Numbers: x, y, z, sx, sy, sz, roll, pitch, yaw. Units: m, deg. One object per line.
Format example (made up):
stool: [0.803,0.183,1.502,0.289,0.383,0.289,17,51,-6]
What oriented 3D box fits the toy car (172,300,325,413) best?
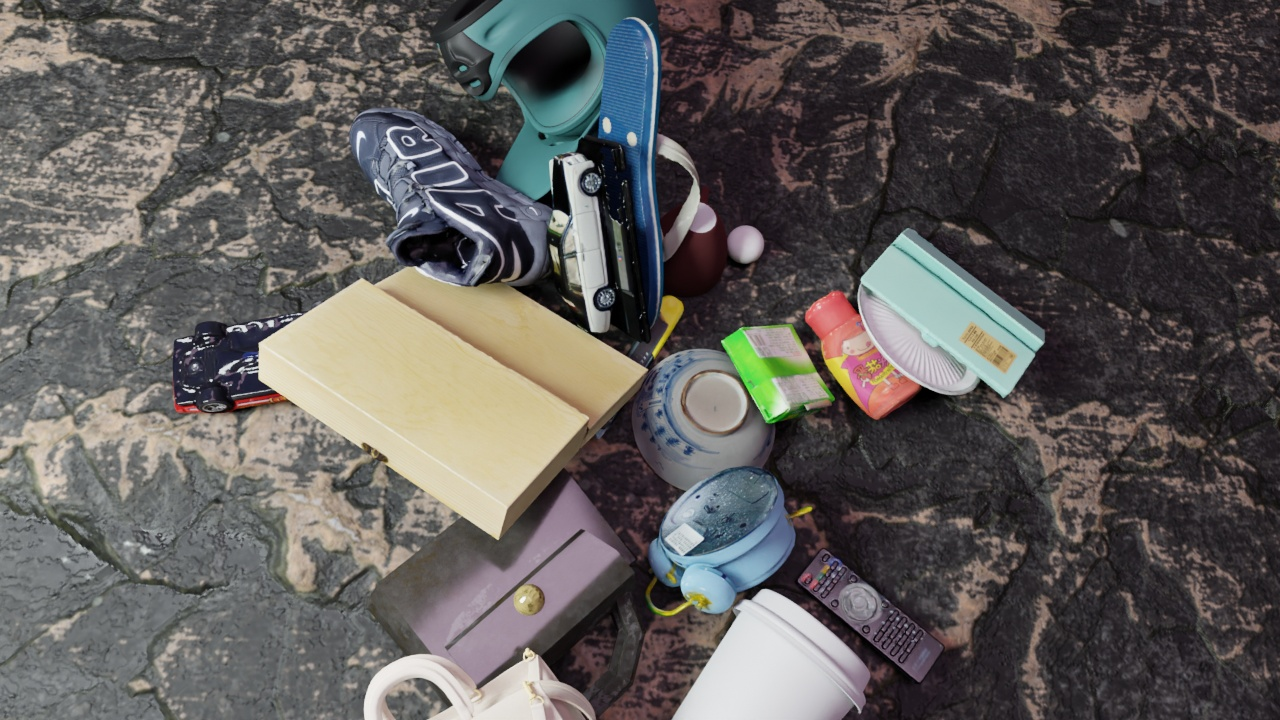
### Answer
toy car: [-0.338,-0.001,0.853,0.189,0.056,0.081,-10,68,-6]

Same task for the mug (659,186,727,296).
mug: [0.055,-0.135,0.945,0.087,0.088,0.113,17,66,-1]

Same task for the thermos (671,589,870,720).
thermos: [0.077,0.310,0.751,0.131,0.132,0.221,39,75,9]

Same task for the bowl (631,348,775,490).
bowl: [0.067,0.049,0.887,0.150,0.057,0.150,3,68,-7]

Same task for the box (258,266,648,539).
box: [-0.153,0.008,0.814,0.247,0.068,0.252,32,33,11]

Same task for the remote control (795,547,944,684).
remote control: [0.211,0.236,0.850,0.140,0.021,0.045,39,67,14]

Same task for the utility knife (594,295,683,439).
utility knife: [-0.005,0.005,0.917,0.029,0.020,0.172,28,68,6]

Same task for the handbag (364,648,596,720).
handbag: [-0.127,0.299,0.678,0.194,0.101,0.198,-28,104,-1]

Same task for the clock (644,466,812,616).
clock: [0.066,0.161,0.811,0.162,0.118,0.060,-37,112,-13]

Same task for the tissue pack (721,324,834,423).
tissue pack: [0.138,0.012,0.899,0.113,0.034,0.099,-4,61,-53]

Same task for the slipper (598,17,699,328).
slipper: [0.004,-0.174,0.883,0.060,0.295,0.118,-15,30,-31]

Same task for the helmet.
helmet: [-0.085,-0.307,0.943,0.200,0.177,0.274,52,53,-31]

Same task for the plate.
plate: [0.285,-0.028,0.943,0.157,0.014,0.156,18,47,-20]

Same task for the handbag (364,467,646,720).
handbag: [-0.092,0.213,0.772,0.197,0.102,0.199,-39,77,-20]

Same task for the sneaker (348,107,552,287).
sneaker: [-0.208,-0.145,0.870,0.252,0.097,0.150,36,30,10]

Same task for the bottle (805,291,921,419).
bottle: [0.224,-0.008,0.937,0.071,0.049,0.134,-29,74,-21]

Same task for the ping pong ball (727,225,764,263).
ping pong ball: [0.111,-0.123,0.974,0.040,0.040,0.040,3,67,-7]

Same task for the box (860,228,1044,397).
box: [0.330,-0.059,0.956,0.187,0.052,0.138,39,39,9]

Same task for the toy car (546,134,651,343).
toy car: [-0.048,-0.107,0.859,0.071,0.094,0.192,-17,115,-22]
